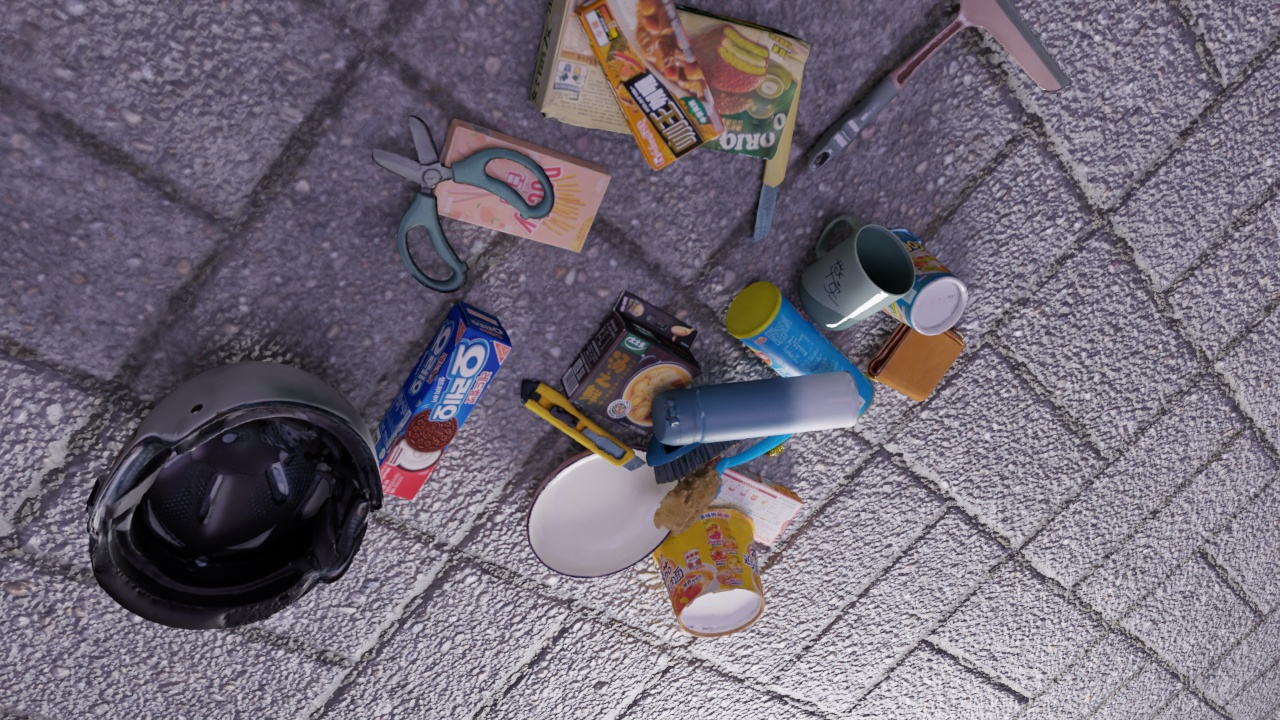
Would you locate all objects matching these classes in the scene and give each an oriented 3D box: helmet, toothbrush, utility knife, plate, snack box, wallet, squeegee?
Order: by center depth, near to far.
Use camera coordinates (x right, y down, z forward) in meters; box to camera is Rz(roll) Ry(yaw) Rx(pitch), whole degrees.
[{"bbox_3d":[0.010,-0.246,0.783,0.075,0.026,0.154,-31,125,-1],"label":"snack box"},{"bbox_3d":[0.027,-0.263,0.836,0.239,0.063,0.115,3,118,-24],"label":"snack box"},{"bbox_3d":[-0.366,0.105,0.844,0.229,0.156,0.275,22,120,-33],"label":"helmet"},{"bbox_3d":[-0.114,-0.162,0.862,0.157,0.026,0.085,12,115,-27],"label":"snack box"},{"bbox_3d":[-0.210,0.043,0.929,0.058,0.057,0.208,24,108,-35],"label":"snack box"},{"bbox_3d":[0.263,-0.285,0.935,0.250,0.040,0.247,-43,110,13],"label":"squeegee"},{"bbox_3d":[0.141,-0.220,0.935,0.031,0.022,0.213,-4,114,-19],"label":"utility knife"},{"bbox_3d":[-0.006,0.006,0.999,0.113,0.053,0.126,27,112,-33],"label":"snack box"},{"bbox_3d":[-0.062,0.073,1.003,0.170,0.015,0.033,36,84,-17],"label":"utility knife"},{"bbox_3d":[-0.045,0.173,1.086,0.192,0.039,0.193,-10,123,-17],"label":"plate"},{"bbox_3d":[0.342,-0.008,1.127,0.131,0.031,0.108,21,108,-46],"label":"wallet"},{"bbox_3d":[0.233,0.061,1.146,0.190,0.016,0.016,-36,127,2],"label":"toothbrush"},{"bbox_3d":[0.131,0.181,1.171,0.155,0.027,0.077,28,107,-33],"label":"snack box"}]

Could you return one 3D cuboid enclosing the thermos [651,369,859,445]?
[{"bbox_3d":[0.123,0.052,0.996,0.220,0.070,0.070,-6,122,-9],"label":"thermos"}]

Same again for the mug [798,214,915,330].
[{"bbox_3d":[0.225,-0.098,0.996,0.082,0.111,0.107,-10,165,-32],"label":"mug"}]

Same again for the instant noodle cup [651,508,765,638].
[{"bbox_3d":[0.089,0.268,1.137,0.138,0.109,0.138,-6,133,-7],"label":"instant noodle cup"}]

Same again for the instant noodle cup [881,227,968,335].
[{"bbox_3d":[0.305,-0.084,1.030,0.099,0.110,0.099,-10,122,-16],"label":"instant noodle cup"}]

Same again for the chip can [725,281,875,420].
[{"bbox_3d":[0.187,-0.005,1.054,0.071,0.071,0.210,-46,126,9],"label":"chip can"}]

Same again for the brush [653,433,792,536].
[{"bbox_3d":[0.118,0.121,1.087,0.254,0.046,0.083,-33,154,-21],"label":"brush"}]

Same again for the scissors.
[{"bbox_3d":[-0.170,-0.131,0.831,0.170,0.019,0.181,15,115,-30],"label":"scissors"}]

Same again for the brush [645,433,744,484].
[{"bbox_3d":[0.062,0.084,1.051,0.143,0.055,0.073,-26,98,-35],"label":"brush"}]
